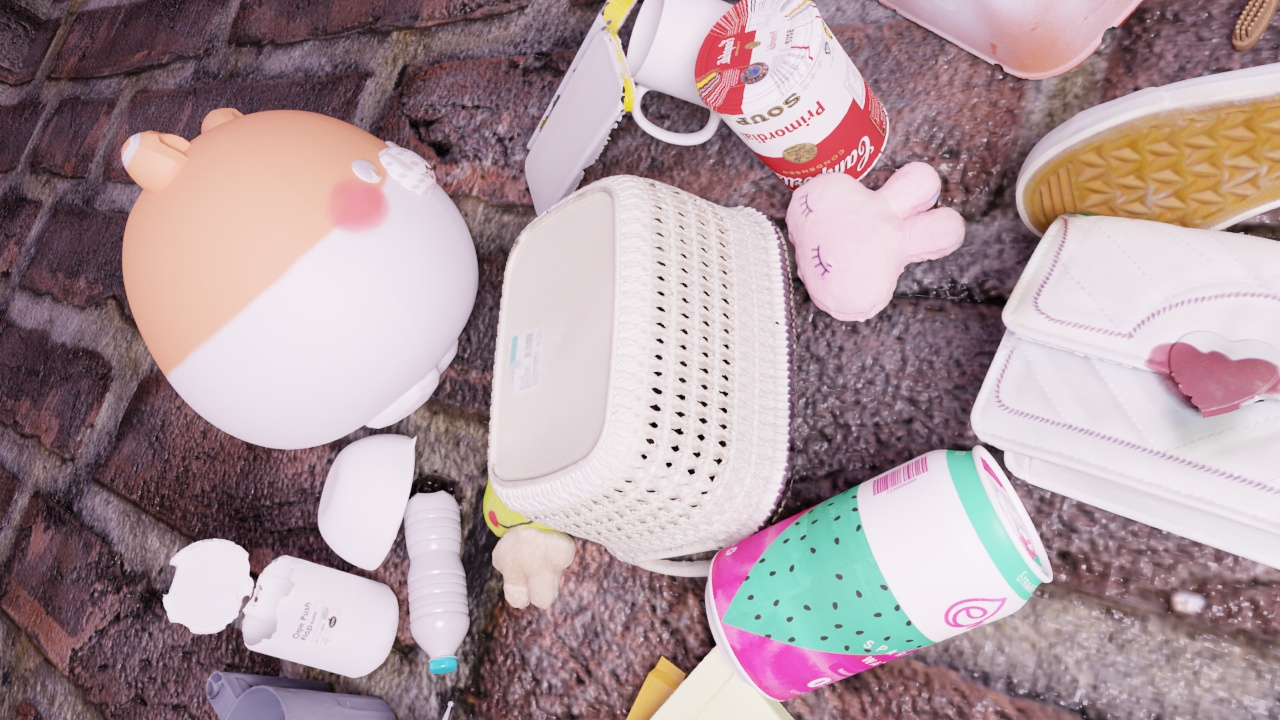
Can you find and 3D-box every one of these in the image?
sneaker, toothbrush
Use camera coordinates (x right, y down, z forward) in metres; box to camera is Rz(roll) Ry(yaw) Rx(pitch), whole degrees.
[{"bbox_3d":[0.311,-0.119,0.456,0.236,0.087,0.079,-9,34,39],"label":"sneaker"},{"bbox_3d":[0.369,-0.244,0.500,0.016,0.016,0.167,31,91,40],"label":"toothbrush"}]

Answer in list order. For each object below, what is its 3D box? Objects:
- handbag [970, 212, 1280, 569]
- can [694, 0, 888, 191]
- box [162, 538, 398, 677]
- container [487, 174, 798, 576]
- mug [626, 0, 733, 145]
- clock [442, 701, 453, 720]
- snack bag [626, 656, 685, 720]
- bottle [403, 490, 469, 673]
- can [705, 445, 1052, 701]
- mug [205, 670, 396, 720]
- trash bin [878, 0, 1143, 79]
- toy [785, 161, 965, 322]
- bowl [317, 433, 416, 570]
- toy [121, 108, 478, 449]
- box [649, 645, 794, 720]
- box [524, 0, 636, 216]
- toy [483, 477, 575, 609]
[{"bbox_3d":[0.271,0.010,0.415,0.199,0.096,0.142,18,83,42],"label":"handbag"},{"bbox_3d":[0.101,-0.173,0.606,0.087,0.116,0.086,-15,63,32],"label":"can"},{"bbox_3d":[-0.277,0.193,0.712,0.095,0.165,0.084,5,68,50],"label":"box"},{"bbox_3d":[-0.003,0.003,0.595,0.185,0.143,0.251,-22,58,45],"label":"container"},{"bbox_3d":[0.038,-0.213,0.683,0.073,0.090,0.111,-101,31,-51],"label":"mug"},{"bbox_3d":[-0.163,0.318,0.645,0.096,0.048,0.137,35,94,41],"label":"clock"},{"bbox_3d":[0.000,0.236,0.574,0.026,0.020,0.099,24,87,35],"label":"snack bag"},{"bbox_3d":[-0.157,0.170,0.705,0.044,0.044,0.136,-28,57,25],"label":"bottle"},{"bbox_3d":[0.121,0.114,0.489,0.166,0.088,0.088,-31,55,23],"label":"can"},{"bbox_3d":[-0.259,0.281,0.697,0.124,0.104,0.084,29,90,41],"label":"mug"},{"bbox_3d":[0.203,-0.328,0.569,0.182,0.157,0.259,-48,50,11],"label":"trash bin"},{"bbox_3d":[0.147,-0.081,0.581,0.105,0.053,0.108,-22,57,11],"label":"toy"},{"bbox_3d":[-0.230,0.111,0.753,0.115,0.050,0.114,-44,37,44],"label":"bowl"},{"bbox_3d":[-0.269,-0.075,0.737,0.266,0.281,0.262,-34,18,16],"label":"toy"},{"bbox_3d":[0.032,0.276,0.518,0.187,0.030,0.138,-49,58,8],"label":"box"},{"bbox_3d":[-0.048,-0.203,0.724,0.210,0.045,0.128,144,133,-61],"label":"box"},{"bbox_3d":[-0.080,0.121,0.669,0.092,0.043,0.117,-13,65,31],"label":"toy"}]
